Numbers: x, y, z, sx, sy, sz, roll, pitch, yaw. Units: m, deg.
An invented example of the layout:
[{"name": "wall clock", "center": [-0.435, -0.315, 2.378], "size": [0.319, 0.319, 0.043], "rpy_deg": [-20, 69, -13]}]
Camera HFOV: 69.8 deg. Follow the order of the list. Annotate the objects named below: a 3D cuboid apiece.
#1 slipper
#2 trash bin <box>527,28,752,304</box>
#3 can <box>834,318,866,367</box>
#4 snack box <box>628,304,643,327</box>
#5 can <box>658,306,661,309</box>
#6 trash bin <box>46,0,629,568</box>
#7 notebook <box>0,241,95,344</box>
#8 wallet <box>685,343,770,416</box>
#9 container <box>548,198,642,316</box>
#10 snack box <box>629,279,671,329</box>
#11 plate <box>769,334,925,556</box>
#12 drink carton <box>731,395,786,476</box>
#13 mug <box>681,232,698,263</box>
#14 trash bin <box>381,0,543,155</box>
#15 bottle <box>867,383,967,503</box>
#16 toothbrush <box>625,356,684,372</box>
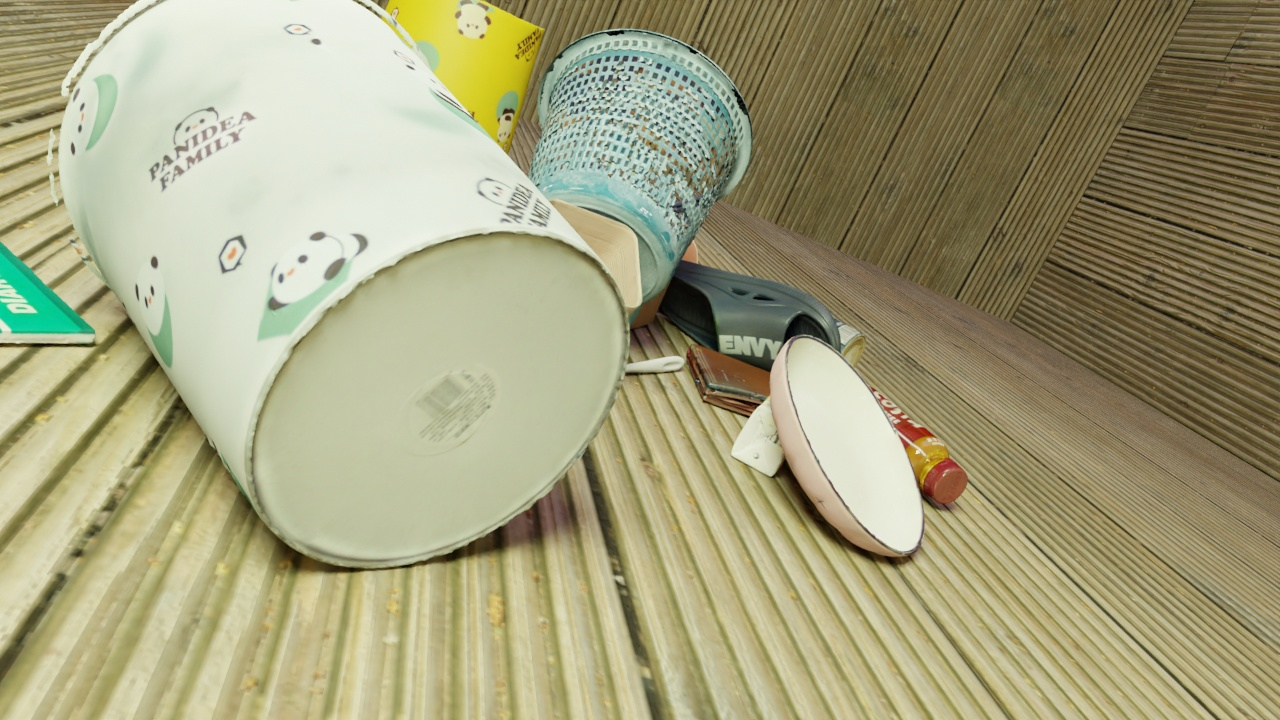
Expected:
[{"name": "slipper", "center": [0.100, -0.036, 1.027], "size": [0.083, 0.111, 0.268], "rpy_deg": [-36, 42, -30]}, {"name": "trash bin", "center": [-0.022, -0.166, 0.885], "size": [0.226, 0.227, 0.194], "rpy_deg": [23, 54, -5]}, {"name": "can", "center": [0.232, -0.026, 1.208], "size": [0.111, 0.075, 0.075], "rpy_deg": [34, 19, 29]}, {"name": "snack box", "center": [-0.085, -0.082, 0.966], "size": [0.175, 0.052, 0.074], "rpy_deg": [26, 17, 6]}, {"name": "can", "center": [0.072, -0.076, 1.165], "size": [0.146, 0.058, 0.058], "rpy_deg": [25, 16, 2]}, {"name": "trash bin", "center": [-0.149, -0.046, 0.475], "size": [0.229, 0.230, 0.252], "rpy_deg": [6, 30, -47]}, {"name": "notebook", "center": [-0.416, -0.060, 0.490], "size": [0.209, 0.012, 0.150], "rpy_deg": [32, 17, 28]}, {"name": "wallet", "center": [0.102, 0.024, 0.941], "size": [0.101, 0.032, 0.124], "rpy_deg": [18, 16, -12]}, {"name": "container", "center": [-0.067, -0.060, 0.778], "size": [0.090, 0.111, 0.089], "rpy_deg": [17, 51, -28]}, {"name": "snack box", "center": [-0.022, -0.099, 1.037], "size": [0.094, 0.093, 0.077], "rpy_deg": [29, 17, 16]}, {"name": "plate", "center": [0.160, 0.071, 0.738], "size": [0.192, 0.039, 0.192], "rpy_deg": [37, 35, -32]}, {"name": "drink carton", "center": [0.124, 0.059, 0.815], "size": [0.045, 0.054, 0.122], "rpy_deg": [30, 17, 14]}, {"name": "mug", "center": [0.019, -0.130, 1.248], "size": [0.105, 0.082, 0.114], "rpy_deg": [5, 55, -46]}, {"name": "trash bin", "center": [-0.253, -0.333, 1.161], "size": [0.229, 0.256, 0.229], "rpy_deg": [22, 16, -7]}, {"name": "bottle", "center": [0.259, 0.082, 0.930], "size": [0.057, 0.057, 0.175], "rpy_deg": [15, 19, -29]}, {"name": "toothbrush", "center": [-0.005, 0.005, 0.872], "size": [0.016, 0.016, 0.179], "rpy_deg": [26, 16, 28]}]
